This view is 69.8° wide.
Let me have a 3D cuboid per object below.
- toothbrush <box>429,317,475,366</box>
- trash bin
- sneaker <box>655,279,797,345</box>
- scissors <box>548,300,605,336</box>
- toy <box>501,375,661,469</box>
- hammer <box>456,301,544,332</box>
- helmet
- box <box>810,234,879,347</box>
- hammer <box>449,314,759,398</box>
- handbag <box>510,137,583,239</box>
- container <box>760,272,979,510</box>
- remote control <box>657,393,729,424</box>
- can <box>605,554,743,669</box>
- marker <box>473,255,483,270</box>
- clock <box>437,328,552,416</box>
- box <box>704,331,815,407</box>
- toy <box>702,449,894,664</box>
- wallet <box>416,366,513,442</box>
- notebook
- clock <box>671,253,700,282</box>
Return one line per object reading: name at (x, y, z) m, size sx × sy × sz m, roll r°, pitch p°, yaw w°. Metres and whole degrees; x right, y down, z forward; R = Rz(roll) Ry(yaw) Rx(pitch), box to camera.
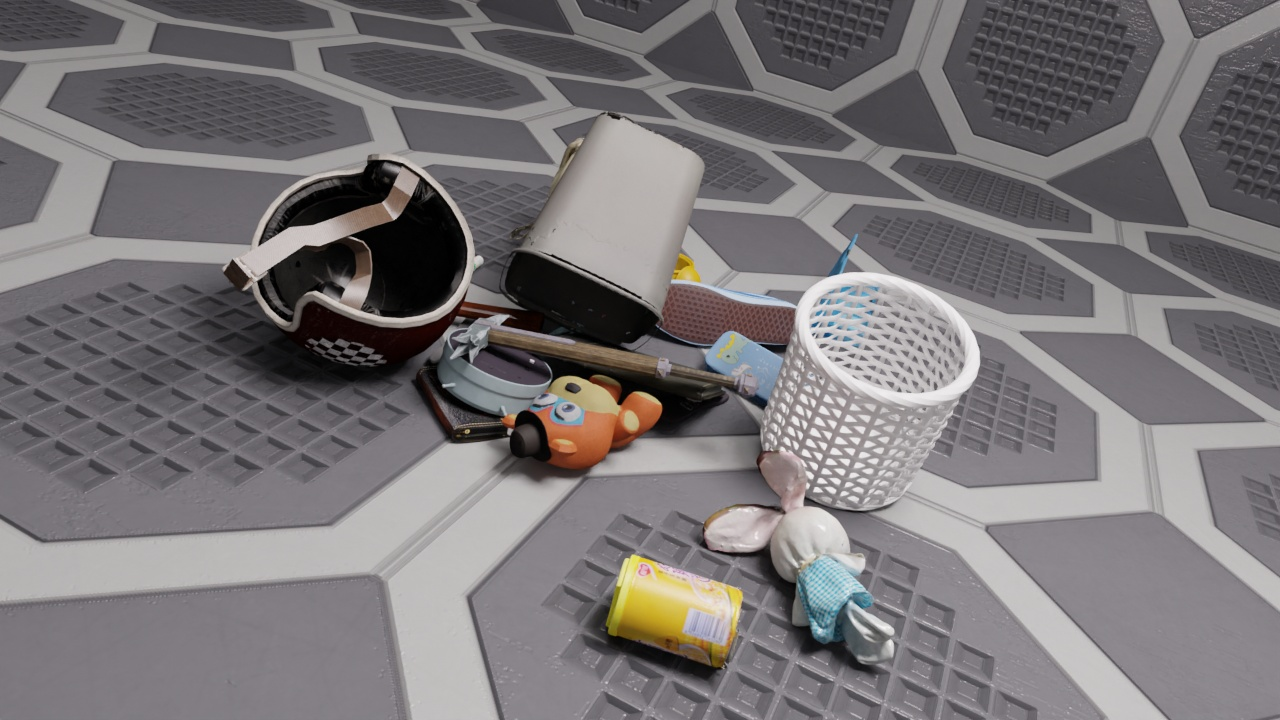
toothbrush at (-0.229, -0.030, 1.137) m, size 0.013 × 0.013 × 0.167 m, roll 15°, pitch 26°, yaw 2°
trash bin at (-0.038, -0.162, 1.146) m, size 0.197 × 0.198 × 0.219 m, roll 25°, pitch 71°, yaw -8°
sneaker at (0.111, -0.066, 1.305) m, size 0.241 × 0.083 × 0.098 m, roll 8°, pitch 10°, yaw -15°
scissors at (-0.087, -0.063, 1.265) m, size 0.108 × 0.016 × 0.178 m, roll 30°, pitch 35°, yaw 26°
toy at (-0.064, 0.066, 0.962) m, size 0.112 × 0.096 × 0.175 m, roll 22°, pitch 37°, yaw 35°
hammer at (-0.271, -0.073, 1.163) m, size 0.300 × 0.028 × 0.110 m, roll 10°, pitch 29°, yaw 0°
helmet at (-0.302, -0.102, 0.989) m, size 0.233 × 0.254 × 0.232 m, roll 29°, pitch 63°, yaw -25°
box at (0.334, -0.118, 1.450) m, size 0.094 × 0.110 × 0.230 m, roll 19°, pitch 28°, yaw 12°
hammer at (-0.029, -0.003, 0.990) m, size 0.317 × 0.028 × 0.146 m, roll 12°, pitch 18°, yaw 5°
handbag at (-0.128, -0.217, 1.367) m, size 0.132 × 0.184 × 0.228 m, roll 8°, pitch 44°, yaw -5°
container at (0.240, 0.035, 0.995) m, size 0.189 × 0.187 × 0.189 m, roll 5°, pitch 46°, yaw -5°
remote control at (0.058, 0.050, 1.122) m, size 0.046 × 0.009 × 0.124 m, roll 32°, pitch 33°, yaw 31°
can at (0.029, 0.208, 0.759) m, size 0.105 × 0.068 × 0.067 m, roll 17°, pitch 28°, yaw 5°
marker at (-0.258, -0.118, 1.281) m, size 0.017 × 0.017 × 0.145 m, roll 20°, pitch 29°, yaw 11°
clock at (-0.160, 0.009, 1.025) m, size 0.122 × 0.045 × 0.159 m, roll 25°, pitch 18°, yaw -2°
box at (0.177, 0.028, 1.162) m, size 0.210 × 0.064 × 0.069 m, roll 31°, pitch 35°, yaw 29°
toy at (0.170, 0.185, 0.842) m, size 0.105 × 0.131 × 0.205 m, roll 9°, pitch 30°, yaw -43°
wallet at (-0.193, 0.046, 1.006) m, size 0.072 × 0.019 × 0.123 m, roll -2°, pitch 31°, yaw -35°
notebook at (-0.007, 0.006, 1.093) m, size 0.209 × 0.029 × 0.169 m, roll 19°, pitch 7°, yaw 14°
clock at (0.029, -0.134, 1.408) m, size 0.113 × 0.052 × 0.152 m, roll 1°, pitch 26°, yaw -22°
